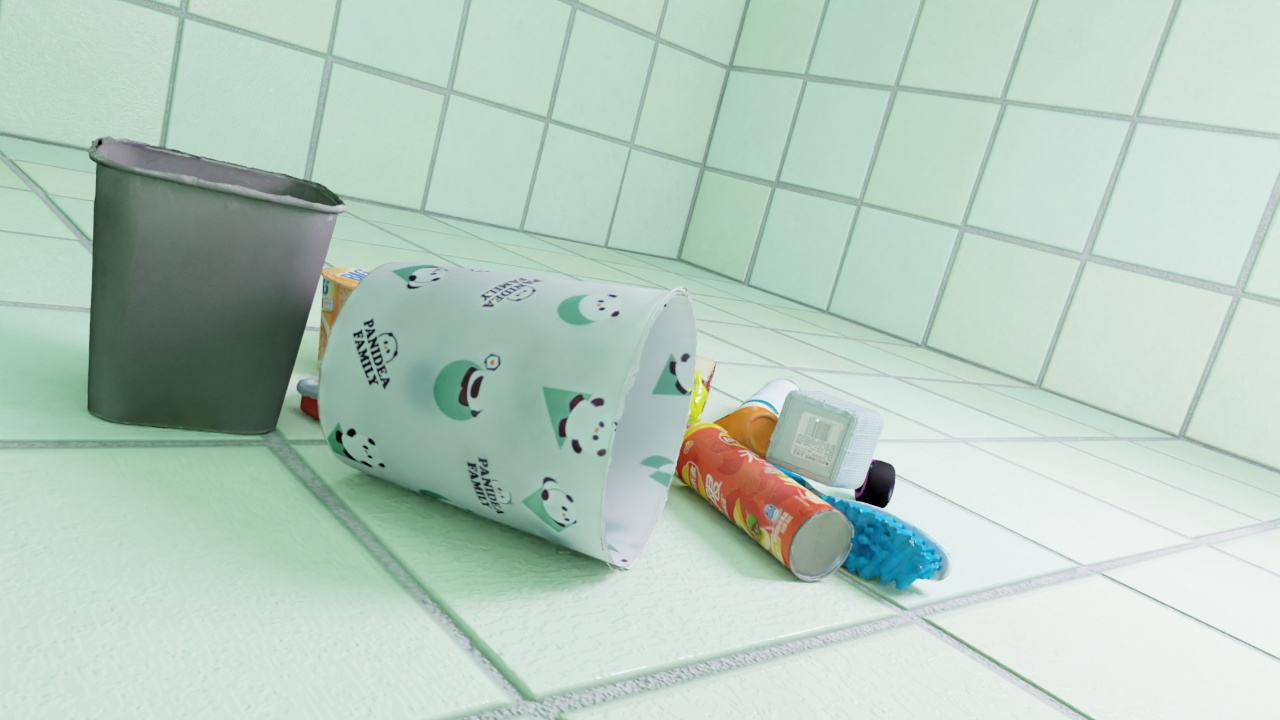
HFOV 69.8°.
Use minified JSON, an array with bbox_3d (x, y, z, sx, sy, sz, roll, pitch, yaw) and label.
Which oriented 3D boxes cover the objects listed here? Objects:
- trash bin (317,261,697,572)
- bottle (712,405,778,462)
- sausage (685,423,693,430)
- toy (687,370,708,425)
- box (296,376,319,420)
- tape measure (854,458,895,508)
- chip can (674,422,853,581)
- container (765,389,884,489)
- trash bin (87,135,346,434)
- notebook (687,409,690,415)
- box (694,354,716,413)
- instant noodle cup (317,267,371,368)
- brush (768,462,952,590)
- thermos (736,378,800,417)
[{"bbox_3d":[-0.103,0.028,0.755,0.252,0.230,0.229,13,10,15],"label":"trash bin"},{"bbox_3d":[0.105,0.090,1.052,0.066,0.066,0.150,11,-12,-20],"label":"bottle"},{"bbox_3d":[0.022,0.082,1.144,0.155,0.020,0.020,11,12,-17],"label":"sausage"},{"bbox_3d":[0.057,0.050,1.204,0.031,0.096,0.100,4,-25,29],"label":"toy"},{"bbox_3d":[-0.257,0.032,0.954,0.087,0.047,0.200,20,13,26],"label":"box"},{"bbox_3d":[0.271,0.143,1.070,0.039,0.057,0.058,14,-12,1],"label":"tape measure"},{"bbox_3d":[0.110,0.131,0.886,0.073,0.073,0.217,8,14,-30],"label":"chip can"},{"bbox_3d":[0.189,0.081,0.947,0.090,0.090,0.111,20,4,24],"label":"container"},{"bbox_3d":[-0.391,-0.066,0.816,0.198,0.220,0.199,10,13,-29],"label":"trash bin"},{"bbox_3d":[-0.027,0.082,0.961,0.146,0.010,0.206,-8,8,10],"label":"notebook"},{"bbox_3d":[0.064,0.023,1.343,0.091,0.077,0.168,15,12,6],"label":"box"},{"bbox_3d":[-0.301,-0.036,1.060,0.151,0.111,0.151,14,11,-3],"label":"instant noodle cup"},{"bbox_3d":[0.185,0.151,0.947,0.109,0.060,0.315,12,8,-41],"label":"brush"},{"bbox_3d":[0.174,0.072,1.276,0.073,0.073,0.223,18,12,16],"label":"thermos"}]
